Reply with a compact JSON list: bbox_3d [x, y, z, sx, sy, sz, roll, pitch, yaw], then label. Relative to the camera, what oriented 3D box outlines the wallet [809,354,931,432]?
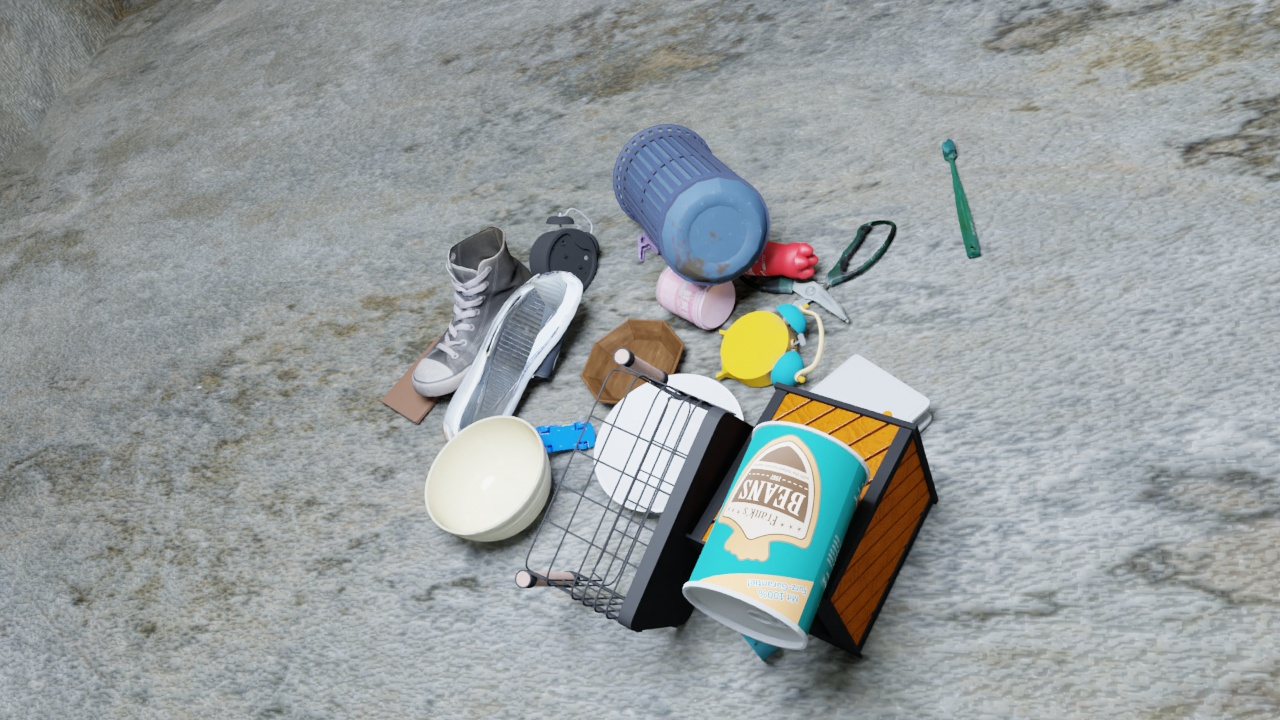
[{"bbox_3d":[0.221,0.059,0.945,0.115,0.037,0.118,-37,46,-14],"label":"wallet"}]

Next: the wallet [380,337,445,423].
[{"bbox_3d":[-0.291,0.025,1.252,0.087,0.013,0.120,23,66,38],"label":"wallet"}]

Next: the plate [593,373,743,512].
[{"bbox_3d":[0.036,0.097,1.015,0.174,0.036,0.173,-14,50,17],"label":"plate"}]

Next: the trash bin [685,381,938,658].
[{"bbox_3d":[0.163,0.144,0.843,0.140,0.140,0.171,18,65,36],"label":"trash bin"}]

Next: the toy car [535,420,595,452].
[{"bbox_3d":[-0.099,0.088,1.104,0.092,0.033,0.062,-6,9,2],"label":"toy car"}]

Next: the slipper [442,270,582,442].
[{"bbox_3d":[-0.156,0.004,1.170,0.111,0.063,0.263,26,82,37],"label":"slipper"}]

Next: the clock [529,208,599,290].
[{"bbox_3d":[-0.100,-0.145,1.236,0.043,0.091,0.120,12,74,45],"label":"clock"}]

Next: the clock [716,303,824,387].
[{"bbox_3d":[0.146,-0.015,1.037,0.130,0.043,0.099,-9,62,32],"label":"clock"}]

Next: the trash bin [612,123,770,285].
[{"bbox_3d":[0.058,-0.190,1.107,0.139,0.139,0.249,-31,29,2],"label":"trash bin"}]

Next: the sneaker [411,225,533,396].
[{"bbox_3d":[-0.234,-0.064,1.212,0.095,0.120,0.234,25,65,38],"label":"sneaker"}]

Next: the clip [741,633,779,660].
[{"bbox_3d":[0.099,0.239,0.822,0.030,0.130,0.120,-35,64,-5],"label":"clip"}]

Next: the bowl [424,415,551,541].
[{"bbox_3d":[-0.163,0.146,1.052,0.151,0.075,0.150,-14,49,17],"label":"bowl"}]

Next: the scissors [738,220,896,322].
[{"bbox_3d":[0.212,-0.118,1.108,0.205,0.015,0.201,-38,47,-6],"label":"scissors"}]

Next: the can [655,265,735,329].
[{"bbox_3d":[0.068,-0.080,1.116,0.076,0.067,0.067,30,72,40],"label":"can"}]

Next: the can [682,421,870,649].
[{"bbox_3d":[0.107,0.135,0.714,0.099,0.099,0.143,11,61,33],"label":"can"}]

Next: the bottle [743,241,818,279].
[{"bbox_3d":[0.144,-0.123,1.109,0.142,0.042,0.041,8,59,35],"label":"bottle"}]

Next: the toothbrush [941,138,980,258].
[{"bbox_3d":[0.377,-0.195,1.081,0.016,0.017,0.189,-12,51,19],"label":"toothbrush"}]

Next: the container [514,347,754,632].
[{"bbox_3d":[0.004,0.129,0.873,0.130,0.162,0.241,22,87,25],"label":"container"}]

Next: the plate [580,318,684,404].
[{"bbox_3d":[-0.007,0.006,1.114,0.131,0.025,0.131,-14,50,17],"label":"plate"}]

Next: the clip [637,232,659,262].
[{"bbox_3d":[0.006,-0.155,1.243,0.029,0.013,0.050,-25,45,5],"label":"clip"}]
